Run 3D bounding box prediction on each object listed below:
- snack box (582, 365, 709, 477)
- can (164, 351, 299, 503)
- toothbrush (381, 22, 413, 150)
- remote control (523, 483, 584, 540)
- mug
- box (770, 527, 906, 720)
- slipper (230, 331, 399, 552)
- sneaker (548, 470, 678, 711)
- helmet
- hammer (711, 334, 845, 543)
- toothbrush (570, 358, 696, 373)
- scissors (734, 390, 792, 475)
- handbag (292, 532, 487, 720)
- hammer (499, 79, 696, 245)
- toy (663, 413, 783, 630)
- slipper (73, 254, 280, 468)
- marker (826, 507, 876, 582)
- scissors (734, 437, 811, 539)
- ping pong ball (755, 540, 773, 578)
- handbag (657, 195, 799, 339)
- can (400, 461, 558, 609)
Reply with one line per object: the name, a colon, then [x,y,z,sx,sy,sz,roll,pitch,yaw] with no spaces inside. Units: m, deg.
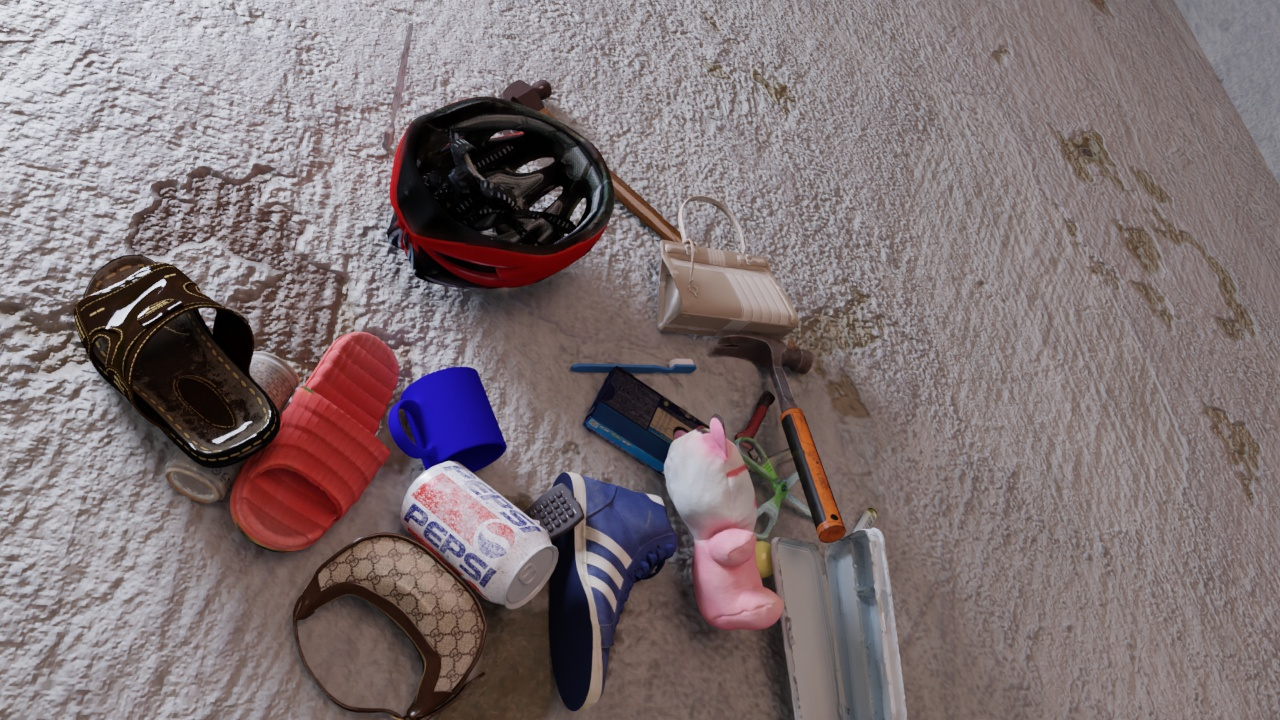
snack box: [0.015,0.079,1.035,0.150,0.027,0.082,34,51,-8]
can: [-0.359,0.058,0.810,0.054,0.054,0.135,29,49,-11]
toothbrush: [-0.269,-0.299,1.015,0.010,0.182,0.010,29,52,-4]
remote control: [-0.112,0.166,0.864,0.124,0.009,0.046,-35,59,-3]
mug: [-0.192,0.061,0.882,0.111,0.079,0.083,2,58,-51]
box: [0.187,0.282,0.955,0.124,0.107,0.215,8,61,-17]
slipper: [-0.276,0.064,0.833,0.103,0.059,0.248,47,39,-27]
sneaker: [-0.018,0.222,0.886,0.118,0.092,0.232,13,46,-26]
helmet: [-0.152,-0.180,1.015,0.271,0.167,0.217,-28,76,-40]
hammer: [0.171,0.078,1.067,0.137,0.035,0.313,15,36,-19]
toothbrush: [-0.006,0.006,1.079,0.166,0.016,0.014,1,59,-29]
scissors: [0.141,0.104,1.088,0.179,0.015,0.187,19,50,-29]
handbag: [-0.213,0.234,0.786,0.166,0.063,0.138,44,65,-3]
hammer: [-0.056,-0.249,1.211,0.323,0.033,0.115,41,47,-1]
toy: [0.079,0.164,0.936,0.084,0.142,0.213,-11,84,-8]
slipper: [-0.400,-0.014,0.780,0.112,0.076,0.268,-32,59,-29]
marker: [0.247,0.224,1.083,0.017,0.017,0.146,44,48,2]
scissors: [0.161,0.154,1.060,0.171,0.023,0.167,40,45,-21]
ping pong ball: [0.131,0.218,1.003,0.040,0.040,0.040,15,53,-22]
handbag: [0.099,-0.128,1.190,0.175,0.062,0.197,5,62,-28]
can: [-0.146,0.156,0.826,0.136,0.078,0.078,33,44,25]
